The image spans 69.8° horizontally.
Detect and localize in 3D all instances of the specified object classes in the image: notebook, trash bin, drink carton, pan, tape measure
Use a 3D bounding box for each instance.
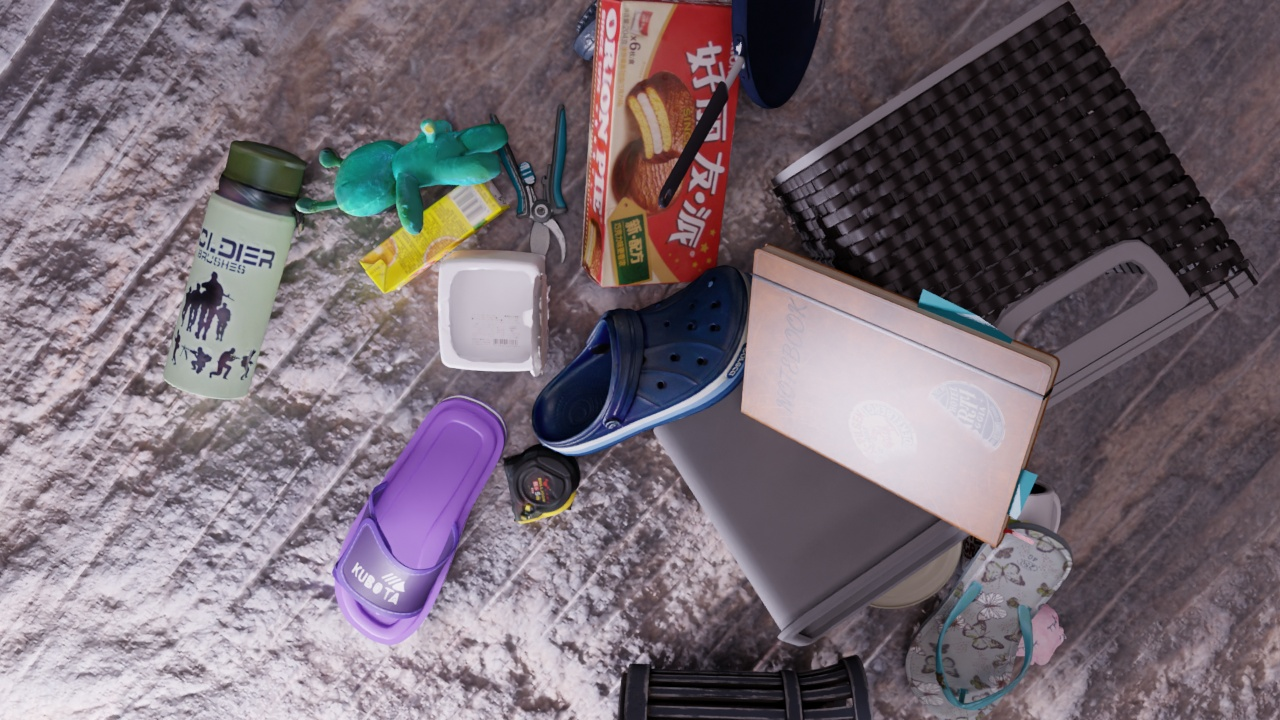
[{"bbox_3d":[0.182,0.019,0.677,0.249,0.014,0.179,28,133,34],"label":"notebook"},{"bbox_3d":[0.095,0.365,0.878,0.227,0.164,0.164,0,100,4],"label":"trash bin"},{"bbox_3d":[-0.187,-0.116,0.844,0.135,0.058,0.043,-35,99,7],"label":"drink carton"},{"bbox_3d":[0.083,-0.247,0.713,0.021,0.199,0.355,14,60,23],"label":"pan"},{"bbox_3d":[-0.095,0.117,0.893,0.072,0.042,0.071,-10,99,6],"label":"tape measure"},{"bbox_3d":[0.149,0.103,0.808,0.192,0.097,0.219,-37,61,6],"label":"trash bin"}]

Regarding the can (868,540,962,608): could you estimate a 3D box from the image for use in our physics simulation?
[{"bbox_3d":[0.234,0.164,0.883,0.128,0.073,0.128,0,100,0],"label":"can"}]

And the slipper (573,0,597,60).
[{"bbox_3d":[0.030,-0.371,0.781,0.264,0.101,0.082,-40,98,10],"label":"slipper"}]

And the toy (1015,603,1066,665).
[{"bbox_3d":[0.376,0.260,0.914,0.110,0.047,0.063,40,89,-3],"label":"toy"}]

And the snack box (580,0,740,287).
[{"bbox_3d":[0.017,-0.183,0.786,0.113,0.060,0.237,-5,116,-22],"label":"snack box"}]

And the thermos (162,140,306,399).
[{"bbox_3d":[-0.365,-0.083,0.842,0.082,0.082,0.231,19,99,-3],"label":"thermos"}]

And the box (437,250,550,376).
[{"bbox_3d":[-0.121,-0.034,0.816,0.128,0.136,0.108,3,107,0],"label":"box"}]

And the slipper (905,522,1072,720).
[{"bbox_3d":[0.316,0.262,0.863,0.098,0.054,0.269,19,124,14],"label":"slipper"}]

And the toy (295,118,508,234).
[{"bbox_3d":[-0.209,-0.172,0.810,0.194,0.130,0.072,-9,141,19],"label":"toy"}]

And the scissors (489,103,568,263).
[{"bbox_3d":[-0.094,-0.172,0.854,0.156,0.019,0.124,44,99,-9],"label":"scissors"}]

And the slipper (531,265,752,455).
[{"bbox_3d":[-0.005,0.005,0.813,0.253,0.105,0.095,-34,138,23],"label":"slipper"}]

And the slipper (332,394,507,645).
[{"bbox_3d":[-0.219,0.162,0.878,0.107,0.084,0.267,29,98,-5],"label":"slipper"}]

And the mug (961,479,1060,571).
[{"bbox_3d":[0.365,0.160,0.888,0.105,0.073,0.089,-2,101,-26],"label":"mug"}]

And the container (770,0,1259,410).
[{"bbox_3d":[0.273,-0.110,0.754,0.247,0.245,0.243,-32,95,5],"label":"container"}]
